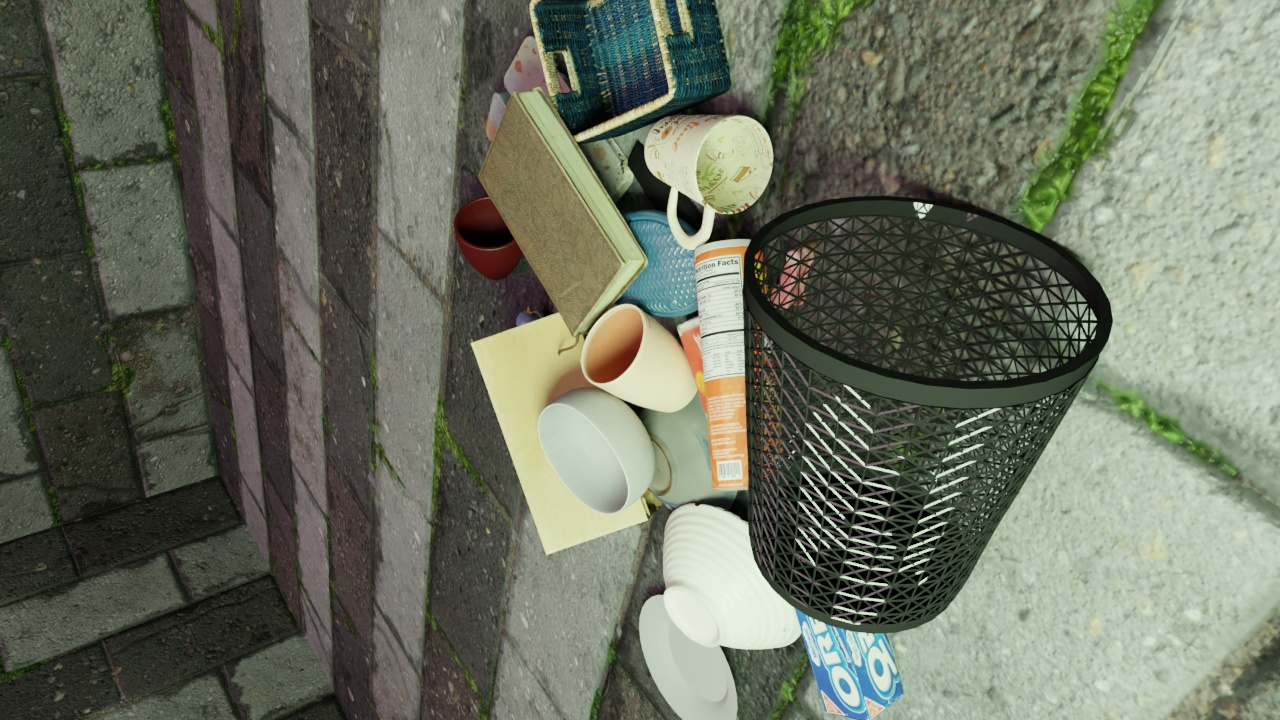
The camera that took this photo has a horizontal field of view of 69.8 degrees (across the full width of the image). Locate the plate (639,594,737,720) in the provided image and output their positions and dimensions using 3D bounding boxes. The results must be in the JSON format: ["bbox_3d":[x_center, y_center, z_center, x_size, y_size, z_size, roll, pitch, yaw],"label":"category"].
[{"bbox_3d":[0.060,0.354,1.075,0.173,0.019,0.173,28,127,45],"label":"plate"}]

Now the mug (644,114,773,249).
[{"bbox_3d":[0.051,-0.158,0.803,0.097,0.081,0.122,33,122,52],"label":"mug"}]

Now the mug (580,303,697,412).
[{"bbox_3d":[-0.005,0.005,0.915,0.112,0.104,0.085,-4,64,43],"label":"mug"}]

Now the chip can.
[{"bbox_3d":[0.085,0.005,0.794,0.062,0.062,0.210,-15,76,56],"label":"chip can"}]

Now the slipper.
[{"bbox_3d":[-0.005,-0.103,0.916,0.214,0.059,0.104,10,118,46],"label":"slipper"}]

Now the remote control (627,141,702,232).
[{"bbox_3d":[0.023,-0.162,0.896,0.124,0.010,0.039,56,143,22],"label":"remote control"}]

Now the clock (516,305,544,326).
[{"bbox_3d":[-0.131,-0.011,1.144,0.088,0.051,0.125,56,143,24],"label":"clock"}]

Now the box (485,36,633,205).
[{"bbox_3d":[-0.092,-0.232,1.009,0.216,0.058,0.154,59,145,19],"label":"box"}]

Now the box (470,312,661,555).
[{"bbox_3d":[-0.081,0.074,1.025,0.141,0.122,0.249,-18,92,29],"label":"box"}]

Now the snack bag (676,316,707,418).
[{"bbox_3d":[0.082,0.008,0.871,0.077,0.036,0.116,-18,91,56],"label":"snack bag"}]

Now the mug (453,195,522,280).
[{"bbox_3d":[-0.183,-0.153,1.141,0.088,0.087,0.113,94,171,-57],"label":"mug"}]

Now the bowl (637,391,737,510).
[{"bbox_3d":[0.033,0.103,0.964,0.151,0.056,0.151,28,128,45],"label":"bowl"}]

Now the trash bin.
[{"bbox_3d":[0.168,0.046,0.634,0.217,0.216,0.244,39,140,38],"label":"trash bin"}]

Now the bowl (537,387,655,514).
[{"bbox_3d":[-0.037,0.085,0.935,0.132,0.064,0.132,31,138,32],"label":"bowl"}]

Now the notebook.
[{"bbox_3d":[-0.092,-0.132,0.930,0.215,0.034,0.191,58,144,12],"label":"notebook"}]

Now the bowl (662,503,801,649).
[{"bbox_3d":[0.073,0.237,0.923,0.177,0.070,0.178,29,137,31],"label":"bowl"}]

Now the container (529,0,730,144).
[{"bbox_3d":[-0.013,-0.288,0.835,0.188,0.071,0.145,-3,103,55],"label":"container"}]

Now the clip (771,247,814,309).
[{"bbox_3d":[0.135,-0.071,0.782,0.022,0.038,0.059,47,140,37],"label":"clip"}]

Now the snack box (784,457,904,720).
[{"bbox_3d":[0.169,0.202,0.822,0.059,0.059,0.226,-13,94,52],"label":"snack box"}]
